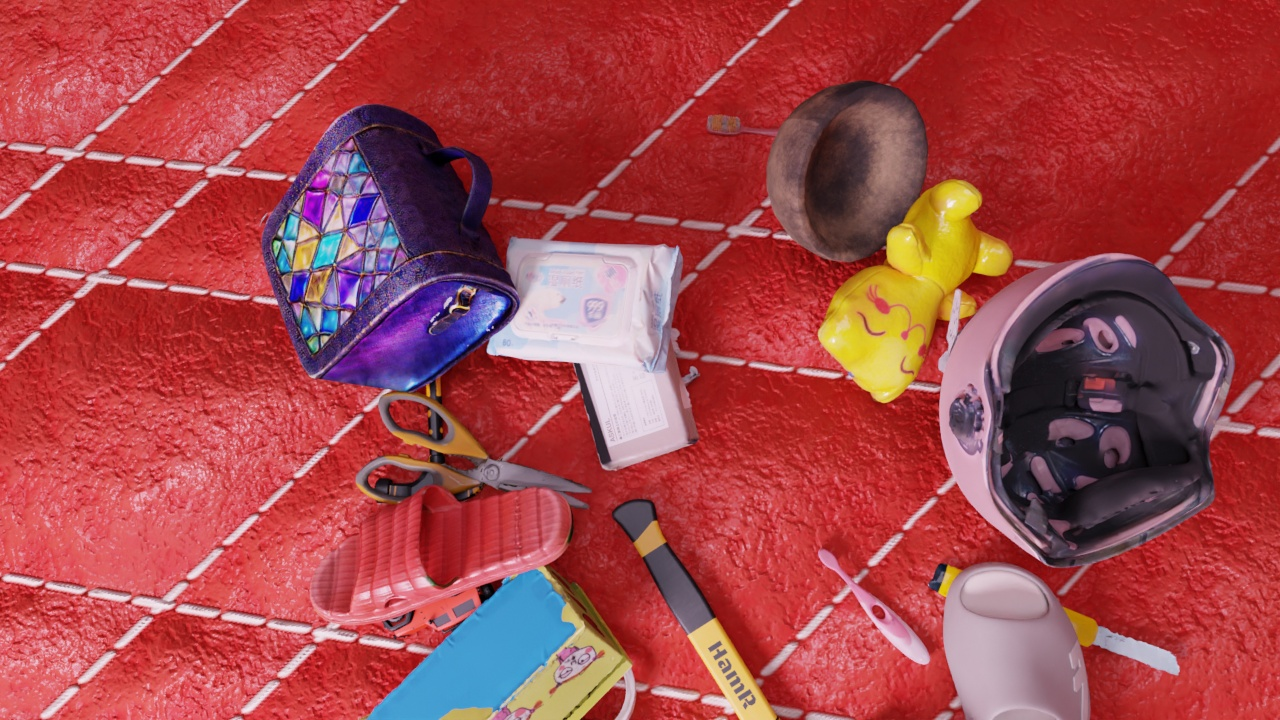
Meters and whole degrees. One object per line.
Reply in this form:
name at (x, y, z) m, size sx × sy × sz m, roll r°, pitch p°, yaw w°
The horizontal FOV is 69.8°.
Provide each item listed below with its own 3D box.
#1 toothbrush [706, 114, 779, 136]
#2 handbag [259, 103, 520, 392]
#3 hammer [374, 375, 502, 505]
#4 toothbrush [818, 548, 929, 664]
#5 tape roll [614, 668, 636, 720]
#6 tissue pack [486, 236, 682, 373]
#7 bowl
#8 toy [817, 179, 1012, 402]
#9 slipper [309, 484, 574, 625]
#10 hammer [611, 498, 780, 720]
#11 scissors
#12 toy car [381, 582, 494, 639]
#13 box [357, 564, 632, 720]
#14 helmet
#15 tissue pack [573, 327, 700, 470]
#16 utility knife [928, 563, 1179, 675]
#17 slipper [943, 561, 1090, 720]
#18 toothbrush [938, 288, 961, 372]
toothbrush at (0.159, -0.230, 0.926) m, size 0.184 × 0.016 × 0.015 m, roll 7°, pitch 73°, yaw 5°
handbag at (-0.216, -0.102, 0.820) m, size 0.222 × 0.125 × 0.204 m, roll -41°, pitch 62°, yaw 22°
hammer at (-0.202, -0.018, 0.905) m, size 0.123 × 0.036 × 0.320 m, roll -4°, pitch 80°, yaw 3°
toothbrush at (0.210, 0.221, 0.829) m, size 0.021 × 0.016 × 0.135 m, roll -43°, pitch 81°, yaw -4°
tape roll at (-0.050, 0.296, 0.818) m, size 0.093 × 0.013 × 0.092 m, roll -3°, pitch 55°, yaw 4°
tissue pack at (-0.054, -0.051, 0.826) m, size 0.182 × 0.070 × 0.112 m, roll 6°, pitch 86°, yaw 23°
bowl at (0.184, -0.178, 0.852) m, size 0.162 × 0.162 × 0.070 m, roll -49°, pitch 39°, yaw -6°
toy at (0.239, -0.069, 0.835) m, size 0.194 × 0.134 × 0.087 m, roll -53°, pitch 37°, yaw -2°
slipper at (-0.184, 0.161, 0.812) m, size 0.249 × 0.059 × 0.103 m, roll -18°, pitch 49°, yaw 6°
hammer at (0.068, 0.268, 0.825) m, size 0.170 × 0.034 × 0.324 m, roll -32°, pitch 76°, yaw -1°
scissors at (-0.158, 0.112, 0.863) m, size 0.228 × 0.016 × 0.134 m, roll 24°, pitch 85°, yaw 5°
toy car at (-0.184, 0.227, 0.842) m, size 0.100 × 0.051 × 0.048 m, roll -28°, pitch 76°, yaw -2°
box at (-0.126, 0.285, 0.785) m, size 0.221 × 0.082 × 0.124 m, roll -43°, pitch 35°, yaw -8°
helmet at (0.353, 0.032, 0.768) m, size 0.230 × 0.152 × 0.255 m, roll -21°, pitch 107°, yaw -9°
tissue pack at (-0.005, 0.005, 0.872) m, size 0.104 × 0.071 × 0.181 m, roll -21°, pitch 74°, yaw 16°
utility knife at (0.365, 0.230, 0.811) m, size 0.219 × 0.019 × 0.030 m, roll 19°, pitch 86°, yaw 13°
slipper at (0.322, 0.305, 0.762) m, size 0.113 × 0.080 × 0.265 m, roll -4°, pitch 83°, yaw 8°
toothbrush at (0.266, -0.022, 0.790) m, size 0.010 × 0.181 × 0.010 m, roll 41°, pitch 86°, yaw 24°
